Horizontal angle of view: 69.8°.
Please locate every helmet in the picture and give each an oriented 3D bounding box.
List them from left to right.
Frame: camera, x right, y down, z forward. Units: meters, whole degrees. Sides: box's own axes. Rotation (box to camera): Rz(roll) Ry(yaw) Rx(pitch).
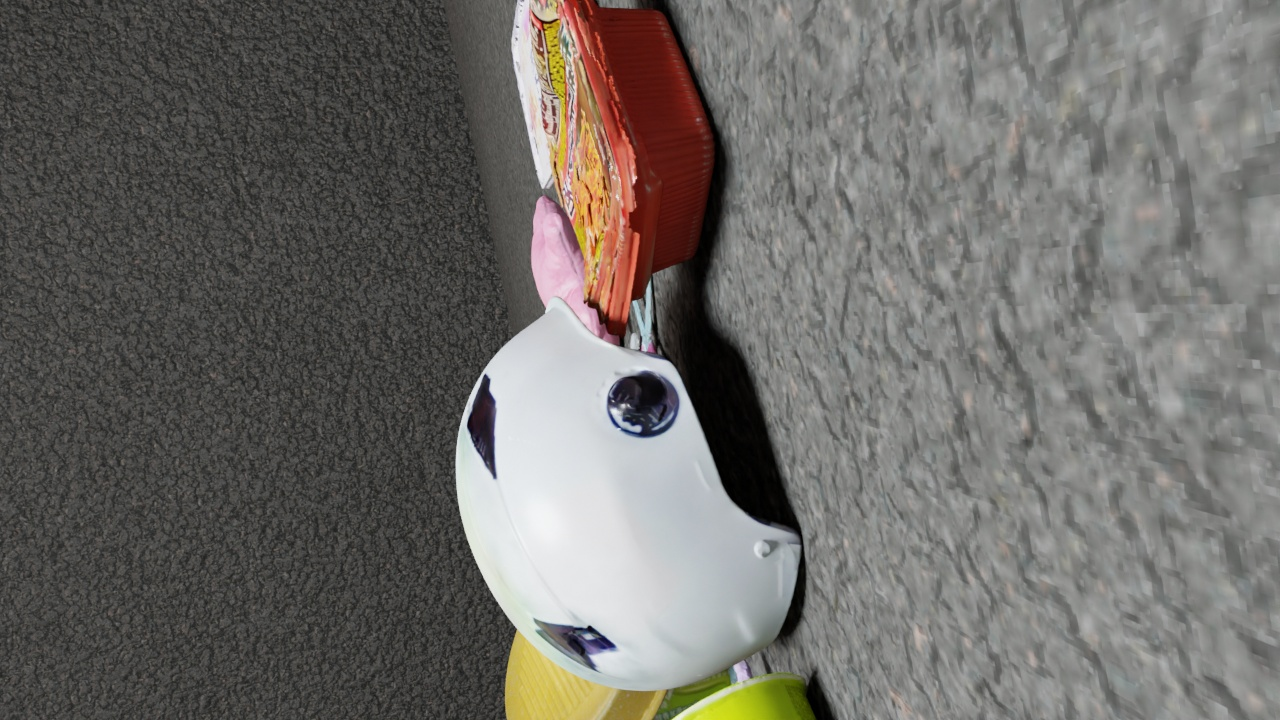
[{"bbox_3d":[-0.035,0.099,0.578,0.258,0.145,0.229,52,162,9],"label":"helmet"}]

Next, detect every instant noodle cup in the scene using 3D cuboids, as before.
[{"bbox_3d":[-0.063,-0.225,0.761,0.173,0.060,0.138,-176,74,-78],"label":"instant noodle cup"},{"bbox_3d":[-0.012,-0.126,0.553,0.165,0.079,0.188,99,157,-63],"label":"instant noodle cup"},{"bbox_3d":[0.072,0.255,0.498,0.112,0.111,0.123,89,157,-47],"label":"instant noodle cup"}]

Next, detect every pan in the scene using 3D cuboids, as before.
[{"bbox_3d":[-0.053,0.212,0.809,0.197,0.078,0.357,-58,25,1],"label":"pan"}]

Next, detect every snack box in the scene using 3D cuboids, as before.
[{"bbox_3d":[0.047,0.315,0.724,0.026,0.085,0.156,-153,51,-77],"label":"snack box"}]

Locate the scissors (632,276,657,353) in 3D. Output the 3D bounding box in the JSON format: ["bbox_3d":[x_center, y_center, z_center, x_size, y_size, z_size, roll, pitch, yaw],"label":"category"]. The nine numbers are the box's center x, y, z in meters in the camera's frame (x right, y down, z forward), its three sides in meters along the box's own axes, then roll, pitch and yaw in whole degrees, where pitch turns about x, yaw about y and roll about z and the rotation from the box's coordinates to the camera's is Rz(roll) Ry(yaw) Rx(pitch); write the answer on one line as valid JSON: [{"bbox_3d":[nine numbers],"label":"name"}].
[{"bbox_3d":[0.005,-0.010,0.757,0.131,0.017,0.133,108,149,-58],"label":"scissors"}]

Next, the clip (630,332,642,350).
[{"bbox_3d":[-0.003,0.002,0.811,0.027,0.045,0.058,-114,25,-59],"label":"clip"}]

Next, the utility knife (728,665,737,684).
[{"bbox_3d":[0.086,0.298,0.703,0.031,0.020,0.188,1,99,62],"label":"utility knife"}]

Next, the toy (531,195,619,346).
[{"bbox_3d":[-0.063,-0.073,0.904,0.194,0.074,0.178,-125,15,-72],"label":"toy"}]

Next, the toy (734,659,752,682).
[{"bbox_3d":[0.079,0.265,0.626,0.083,0.039,0.108,-114,14,-47],"label":"toy"}]
